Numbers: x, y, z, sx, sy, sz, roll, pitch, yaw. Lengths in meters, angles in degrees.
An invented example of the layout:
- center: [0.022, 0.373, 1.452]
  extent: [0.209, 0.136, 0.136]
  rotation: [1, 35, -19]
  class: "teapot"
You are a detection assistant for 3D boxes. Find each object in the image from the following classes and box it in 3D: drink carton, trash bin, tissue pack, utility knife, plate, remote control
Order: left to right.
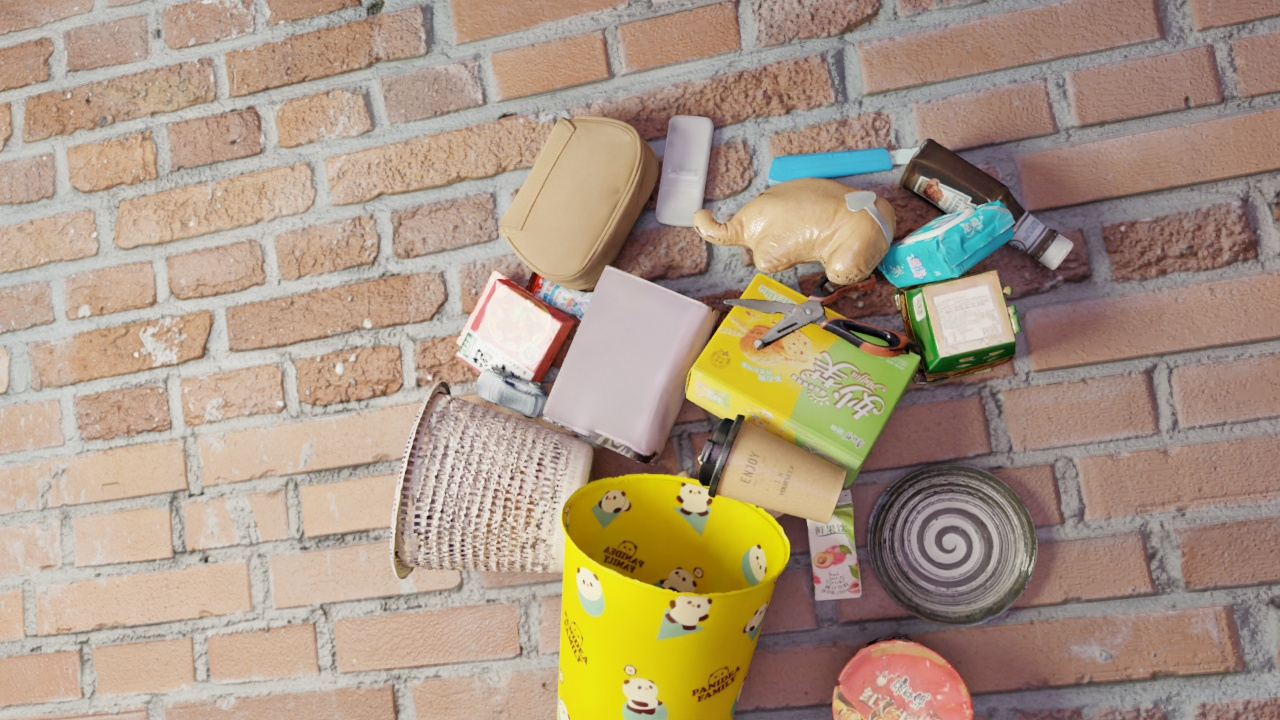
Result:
- center: [-0.159, 0.151, 1.045]
  extent: [0.192, 0.227, 0.227]
  rotation: [10, 87, 0]
  class: "trash bin"
- center: [0.018, 0.282, 0.957]
  extent: [0.230, 0.229, 0.256]
  rotation: [13, 110, 13]
  class: "trash bin"
- center: [0.054, -0.231, 1.119]
  extent: [0.056, 0.020, 0.136]
  rotation: [7, 86, 11]
  class: "remote control"
- center: [0.211, 0.202, 1.010]
  extent: [0.053, 0.045, 0.123]
  rotation: [-6, 114, 10]
  class: "drink carton"
- center: [0.244, -0.232, 1.081]
  extent: [0.187, 0.018, 0.034]
  rotation: [-4, 96, 11]
  class: "utility knife"
- center: [0.327, -0.125, 0.992]
  extent: [0.093, 0.134, 0.050]
  rotation: [-33, 98, -15]
  class: "tissue pack"
- center: [0.343, 0.202, 1.018]
  extent: [0.179, 0.024, 0.179]
  rotation: [-1, 86, 10]
  class: "plate"

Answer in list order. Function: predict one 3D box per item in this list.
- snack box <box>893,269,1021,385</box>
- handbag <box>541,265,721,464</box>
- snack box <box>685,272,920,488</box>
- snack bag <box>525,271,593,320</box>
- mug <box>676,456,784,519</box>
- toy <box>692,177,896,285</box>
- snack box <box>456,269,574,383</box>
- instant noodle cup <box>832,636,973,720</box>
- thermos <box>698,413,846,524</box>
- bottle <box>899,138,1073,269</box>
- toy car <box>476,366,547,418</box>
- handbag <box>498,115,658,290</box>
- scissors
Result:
- center: [0.346, -0.044, 0.997]
  extent: [0.118, 0.105, 0.118]
  rotation: [-14, 81, 11]
  class: "snack box"
- center: [-0.006, 0.006, 1.067]
  extent: [0.145, 0.098, 0.197]
  rotation: [24, 91, 28]
  class: "handbag"
- center: [0.178, 0.018, 1.014]
  extent: [0.210, 0.070, 0.157]
  rotation: [29, 63, 14]
  class: "snack box"
- center: [-0.094, -0.077, 1.134]
  extent: [0.105, 0.026, 0.045]
  rotation: [21, 83, 12]
  class: "snack bag"
- center: [0.110, 0.146, 1.048]
  extent: [0.125, 0.084, 0.103]
  rotation: [-37, 77, 25]
  class: "mug"
- center: [0.176, -0.155, 1.048]
  extent: [0.226, 0.083, 0.143]
  rotation: [12, 49, 27]
  class: "toy"
- center: [-0.163, -0.033, 1.123]
  extent: [0.127, 0.044, 0.113]
  rotation: [33, 105, 12]
  class: "snack box"
- center: [0.273, 0.356, 0.974]
  extent: [0.138, 0.108, 0.138]
  rotation: [-1, 85, 12]
  class: "instant noodle cup"
- center: [0.135, 0.116, 0.951]
  extent: [0.143, 0.093, 0.093]
  rotation: [20, 89, 11]
  class: "thermos"
- center: [0.382, -0.168, 1.014]
  extent: [0.195, 0.080, 0.044]
  rotation: [37, 79, 12]
  class: "bottle"
- center: [-0.154, 0.040, 1.088]
  extent: [0.090, 0.034, 0.043]
  rotation: [21, 107, 16]
  class: "toy car"
- center: [-0.072, -0.192, 1.107]
  extent: [0.148, 0.099, 0.204]
  rotation: [31, 91, 20]
  class: "handbag"
- center: [0.201, -0.054, 1.003]
  extent: [0.226, 0.015, 0.188]
  rotation: [17, 45, 1]
  class: "scissors"
